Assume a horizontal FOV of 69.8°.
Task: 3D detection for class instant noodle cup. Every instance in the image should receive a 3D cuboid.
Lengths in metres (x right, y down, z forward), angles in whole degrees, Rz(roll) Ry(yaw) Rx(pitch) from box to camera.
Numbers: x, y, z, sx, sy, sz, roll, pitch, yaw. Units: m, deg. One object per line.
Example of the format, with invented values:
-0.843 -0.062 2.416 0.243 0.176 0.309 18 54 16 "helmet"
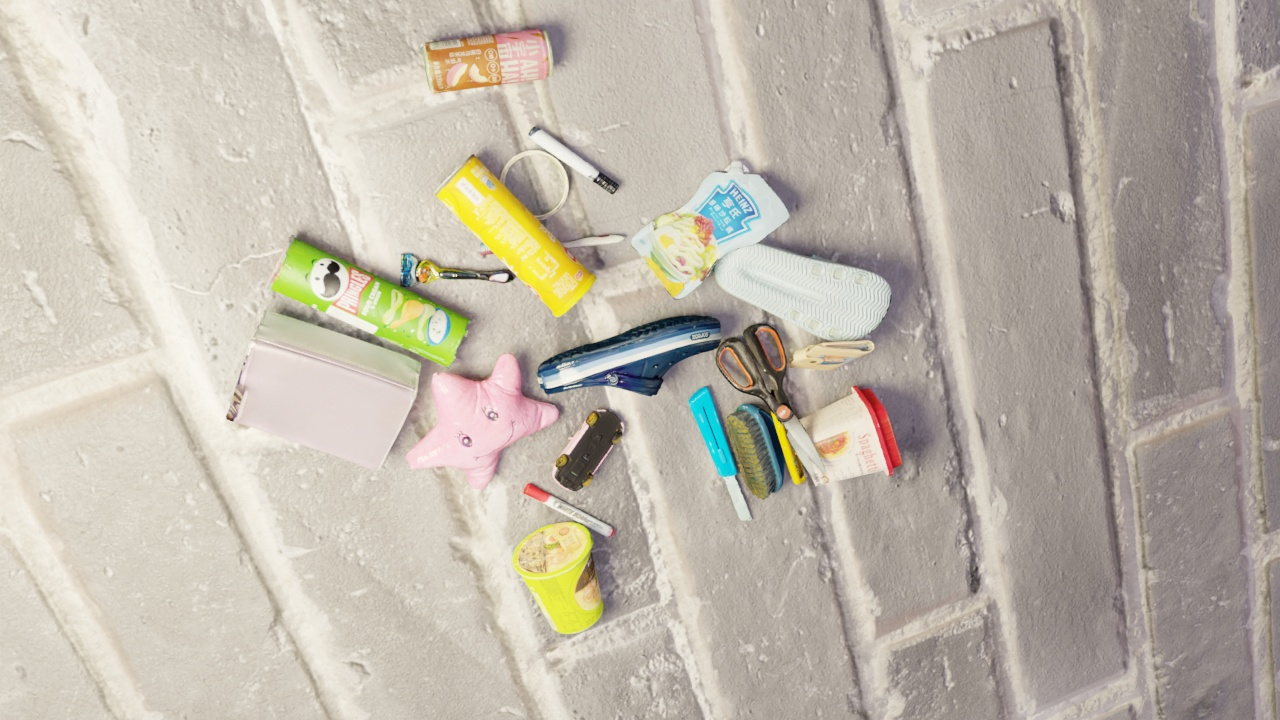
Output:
-0.104 0.305 1.264 0.111 0.111 0.123 -21 118 -8 "instant noodle cup"
0.289 0.113 1.306 0.124 0.116 0.116 -19 109 5 "instant noodle cup"

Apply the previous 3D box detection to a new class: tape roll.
-0.134 -0.220 1.152 0.085 0.014 0.086 -4 106 -13 "tape roll"

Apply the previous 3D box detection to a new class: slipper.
-0.007 0.007 1.197 0.252 0.105 0.095 -16 101 -7 "slipper"
0.216 -0.098 1.246 0.245 0.074 0.104 19 101 -2 "slipper"

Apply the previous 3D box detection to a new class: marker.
-0.099 0.210 1.280 0.145 0.017 0.017 31 96 -20 "marker"
-0.084 -0.251 1.153 0.130 0.023 0.018 32 84 -18 "marker"

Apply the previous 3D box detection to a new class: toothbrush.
-0.112 -0.151 1.177 0.187 0.016 0.017 -7 97 -12 "toothbrush"

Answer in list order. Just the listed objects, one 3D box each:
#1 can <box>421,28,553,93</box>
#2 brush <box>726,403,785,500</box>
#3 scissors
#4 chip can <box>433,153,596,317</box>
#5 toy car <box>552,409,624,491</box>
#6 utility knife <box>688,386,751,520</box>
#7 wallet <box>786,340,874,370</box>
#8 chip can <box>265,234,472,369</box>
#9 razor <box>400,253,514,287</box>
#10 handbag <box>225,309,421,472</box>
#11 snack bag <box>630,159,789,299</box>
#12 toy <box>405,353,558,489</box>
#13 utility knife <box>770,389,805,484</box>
-0.179 -0.353 1.080 0.147 0.058 0.058 -11 107 -11 "can"
0.171 0.124 1.306 0.073 0.055 0.144 -32 112 -29 "brush"
0.202 0.051 1.260 0.234 0.022 0.152 38 82 3 "scissors"
-0.152 -0.150 1.122 0.072 0.072 0.213 -45 103 1 "chip can"
-0.073 0.121 1.252 0.056 0.037 0.122 40 80 -23 "toy car"
0.118 0.140 1.315 0.034 0.018 0.225 -25 111 -7 "utility knife"
0.255 -0.008 1.260 0.087 0.115 0.024 -1 79 -14 "wallet"
-0.326 -0.068 1.116 0.236 0.072 0.072 26 97 -20 "chip can"
-0.229 -0.108 1.155 0.142 0.022 0.043 2 107 -15 "razor"
-0.383 0.039 1.117 0.197 0.098 0.145 21 115 -20 "handbag"
0.090 -0.173 1.198 0.191 0.039 0.110 -38 76 1 "snack bag"
-0.217 0.078 1.179 0.194 0.074 0.178 -41 125 -3 "toy"
0.211 0.112 1.305 0.033 0.015 0.156 -42 119 -47 "utility knife"
